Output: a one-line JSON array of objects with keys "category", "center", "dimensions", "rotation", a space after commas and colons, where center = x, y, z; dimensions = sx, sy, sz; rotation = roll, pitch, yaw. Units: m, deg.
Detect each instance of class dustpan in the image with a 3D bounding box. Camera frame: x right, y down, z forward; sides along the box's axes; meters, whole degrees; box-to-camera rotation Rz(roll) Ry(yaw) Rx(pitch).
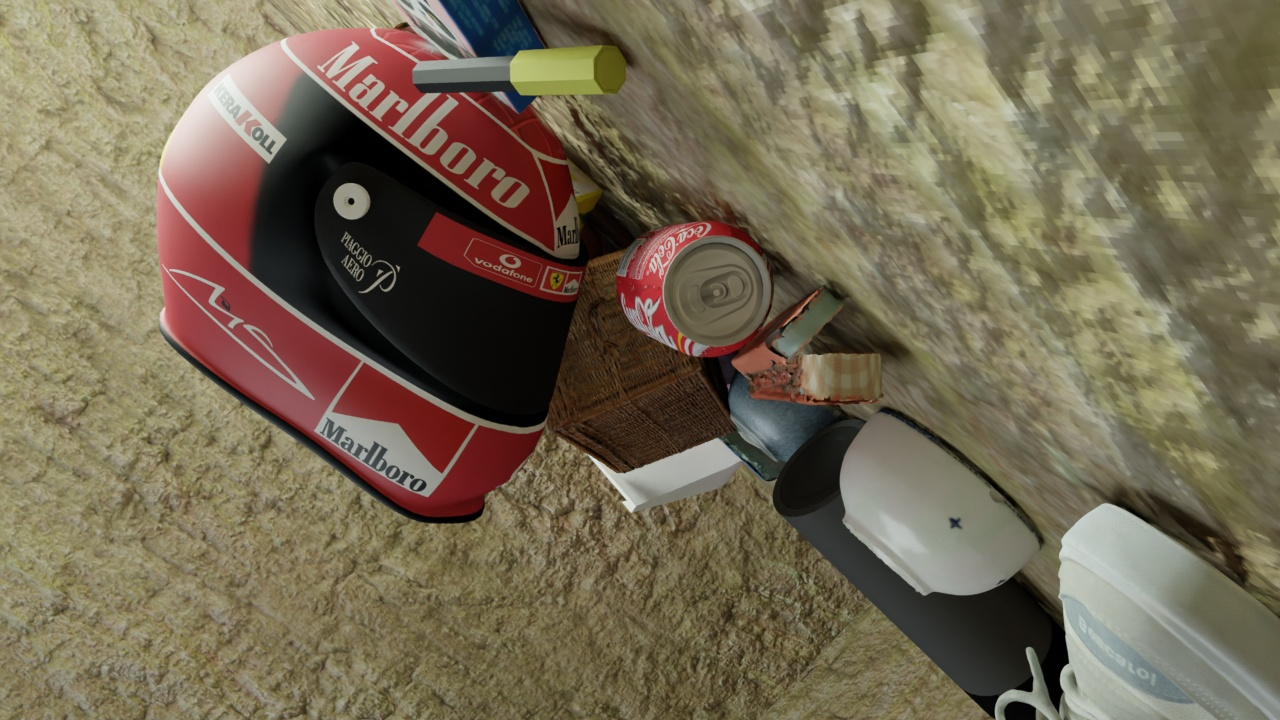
[{"category": "dustpan", "center": [0.007, 0.057, 0.908], "dimensions": [0.257, 0.053, 0.191], "rotation": [-13, -127, -49]}]

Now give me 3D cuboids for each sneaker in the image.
[{"category": "sneaker", "center": [0.203, 0.144, 0.365], "dimensions": [0.089, 0.090, 0.242], "rotation": [43, 178, 46]}]

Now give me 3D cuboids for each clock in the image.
[{"category": "clock", "center": [-0.055, -0.093, 0.769], "dimensions": [0.120, 0.072, 0.157], "rotation": [42, 178, 39]}]

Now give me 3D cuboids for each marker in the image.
[{"category": "marker", "center": [-0.055, -0.122, 0.390], "dimensions": [0.124, 0.017, 0.021], "rotation": [14, -160, 42]}]

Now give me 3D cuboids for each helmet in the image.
[{"category": "helmet", "center": [-0.140, -0.069, 0.542], "dimensions": [0.271, 0.225, 0.197], "rotation": [37, -167, -1]}]

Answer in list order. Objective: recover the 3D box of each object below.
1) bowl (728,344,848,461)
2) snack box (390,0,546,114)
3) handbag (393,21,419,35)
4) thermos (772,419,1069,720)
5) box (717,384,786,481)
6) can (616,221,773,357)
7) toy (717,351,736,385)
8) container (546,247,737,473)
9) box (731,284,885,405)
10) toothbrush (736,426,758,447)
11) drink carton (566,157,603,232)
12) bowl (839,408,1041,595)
[{"category": "bowl", "center": [0.102, 0.039, 0.677], "dimensions": [0.110, 0.055, 0.110], "rotation": [44, 178, 2]}, {"category": "snack box", "center": [-0.097, -0.179, 0.403], "dimensions": [0.088, 0.033, 0.154], "rotation": [41, 177, 22]}, {"category": "handbag", "center": [-0.151, -0.172, 0.724], "dimensions": [0.195, 0.072, 0.139], "rotation": [-149, 45, -82]}, {"category": "thermos", "center": [0.200, 0.150, 0.632], "dimensions": [0.240, 0.082, 0.082], "rotation": [44, 178, -16]}, {"category": "box", "center": [0.062, 0.035, 0.865], "dimensions": [0.230, 0.035, 0.159], "rotation": [43, -159, 21]}, {"category": "can", "center": [0.026, -0.037, 0.465], "dimensions": [0.064, 0.064, 0.105], "rotation": [44, 178, -12]}, {"category": "toy", "center": [0.049, -0.018, 0.836], "dimensions": [0.099, 0.036, 0.080], "rotation": [39, 167, 9]}, {"category": "container", "center": [-0.004, 0.004, 0.701], "dimensions": [0.198, 0.113, 0.113], "rotation": [47, -155, -69]}, {"category": "box", "center": [0.073, -0.006, 0.473], "dimensions": [0.188, 0.056, 0.064], "rotation": [140, 120, -86]}, {"category": "toothbrush", "center": [0.145, 0.086, 0.768], "dimensions": [0.189, 0.016, 0.017], "rotation": [27, -162, -33]}, {"category": "drink carton", "center": [-0.086, -0.088, 0.681], "dimensions": [0.058, 0.135, 0.042], "rotation": [43, -142, 12]}, {"category": "bowl", "center": [0.156, 0.087, 0.511], "dimensions": [0.113, 0.063, 0.113], "rotation": [43, 178, 1]}]
